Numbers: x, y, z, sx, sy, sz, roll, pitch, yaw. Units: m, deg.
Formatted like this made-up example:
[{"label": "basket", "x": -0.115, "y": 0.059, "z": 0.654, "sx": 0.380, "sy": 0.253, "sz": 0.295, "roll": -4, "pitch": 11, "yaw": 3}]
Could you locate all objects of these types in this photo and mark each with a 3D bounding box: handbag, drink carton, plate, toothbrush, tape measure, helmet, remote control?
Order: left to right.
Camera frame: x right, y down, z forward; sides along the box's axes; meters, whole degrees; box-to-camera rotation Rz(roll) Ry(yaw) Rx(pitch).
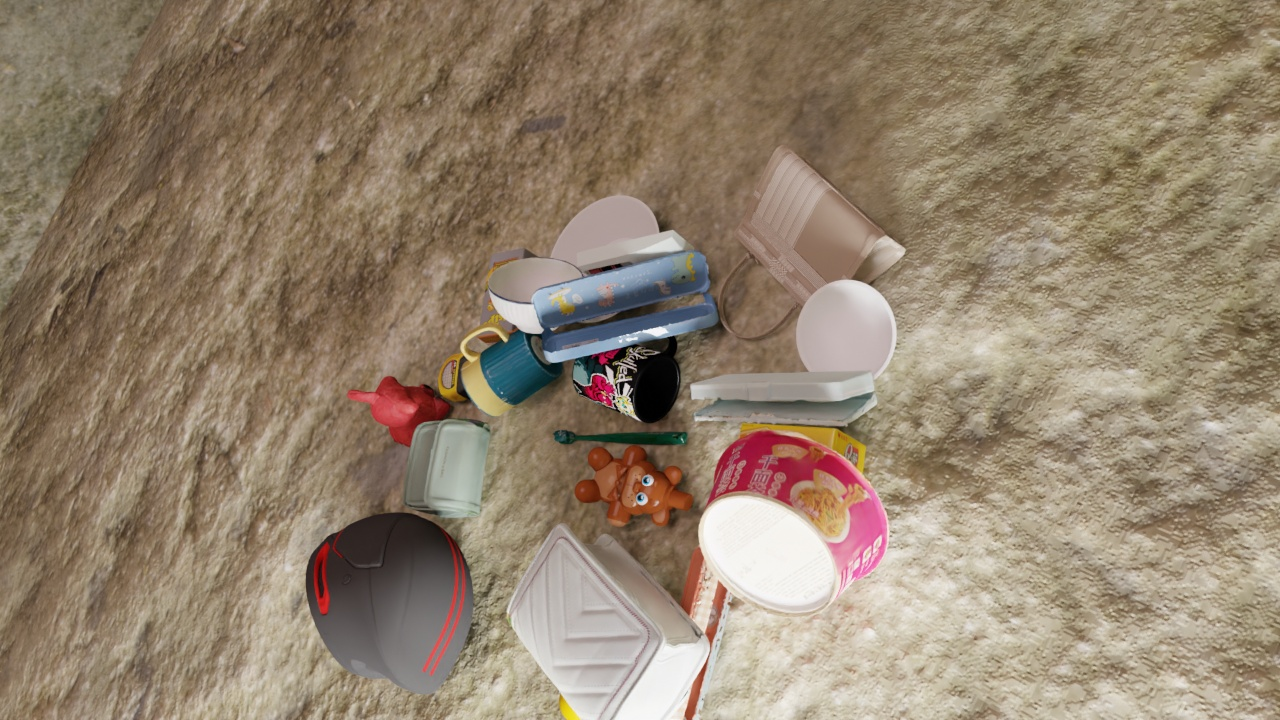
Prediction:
[{"label": "helmet", "x": -0.290, "y": 0.281, "z": 1.110, "sx": 0.170, "sy": 0.164, "sz": 0.264, "roll": -32, "pitch": 45, "yaw": 8}, {"label": "handbag", "x": -0.252, "y": 0.140, "z": 1.202, "sx": 0.106, "sy": 0.067, "sz": 0.121, "roll": -5, "pitch": 69, "yaw": 32}, {"label": "tape measure", "x": -0.247, "y": 0.024, "z": 1.262, "sx": 0.064, "sy": 0.037, "sz": 0.065, "roll": -23, "pitch": 58, "yaw": 26}, {"label": "drink carton", "x": -0.174, "y": -0.083, "z": 1.246, "sx": 0.076, "sy": 0.048, "sz": 0.124, "roll": -6, "pitch": 69, "yaw": 34}, {"label": "handbag", "x": -0.038, "y": 0.275, "z": 0.922, "sx": 0.198, "sy": 0.096, "sz": 0.142, "roll": 39, "pitch": 102, "yaw": 42}, {"label": "plate", "x": -0.039, "y": -0.124, "z": 1.174, "sx": 0.174, "sy": 0.036, "sz": 0.173, "roll": -14, "pitch": 64, "yaw": 31}, {"label": "toothbrush", "x": -0.028, "y": 0.091, "z": 1.093, "sx": 0.190, "sy": 0.017, "sz": 0.016, "roll": -3, "pitch": 70, "yaw": 35}, {"label": "remote control", "x": -0.011, "y": -0.120, "z": 1.094, "sx": 0.144, "sy": 0.049, "sz": 0.024, "roll": -9, "pitch": 66, "yaw": 33}, {"label": "handbag", "x": 0.160, "y": -0.107, "z": 1.021, "sx": 0.198, "sy": 0.062, "sz": 0.175, "roll": -50, "pitch": 53, "yaw": 19}]

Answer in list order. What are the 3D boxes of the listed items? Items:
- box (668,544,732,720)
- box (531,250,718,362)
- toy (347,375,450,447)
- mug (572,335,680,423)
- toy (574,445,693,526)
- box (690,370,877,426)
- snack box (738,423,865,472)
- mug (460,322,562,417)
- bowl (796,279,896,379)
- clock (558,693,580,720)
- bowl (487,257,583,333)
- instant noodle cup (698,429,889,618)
[{"label": "box", "x": 0.060, "y": 0.286, "z": 0.950, "sx": 0.058, "sy": 0.062, "sz": 0.188, "roll": 3, "pitch": 74, "yaw": 63}, {"label": "box", "x": -0.016, "y": -0.059, "z": 1.053, "sx": 0.209, "sy": 0.078, "sz": 0.074, "roll": -14, "pitch": 36, "yaw": -1}, {"label": "toy", "x": -0.338, "y": 0.077, "z": 1.255, "sx": 0.088, "sy": 0.132, "sz": 0.094, "roll": 38, "pitch": 105, "yaw": 49}, {"label": "mug", "x": -0.006, "y": 0.006, "z": 1.077, "sx": 0.098, "sy": 0.082, "sz": 0.117, "roll": 19, "pitch": 65, "yaw": 39}, {"label": "toy", "x": -0.005, "y": 0.143, "z": 1.028, "sx": 0.128, "sy": 0.065, "sz": 0.095, "roll": 11, "pitch": 81, "yaw": 33}, {"label": "box", "x": 0.143, "y": 0.034, "z": 0.943, "sx": 0.199, "sy": 0.066, "sz": 0.082, "roll": -3, "pitch": 32, "yaw": 46}, {"label": "snack box", "x": 0.158, "y": 0.102, "z": 0.914, "sx": 0.106, "sy": 0.083, "sz": 0.061, "roll": 1, "pitch": 75, "yaw": 35}, {"label": "mug", "x": -0.173, "y": 0.001, "z": 1.173, "sx": 0.107, "sy": 0.113, "sz": 0.083, "roll": -30, "pitch": 23, "yaw": 21}, {"label": "bowl", "x": 0.219, "y": -0.027, "z": 0.942, "sx": 0.110, "sy": 0.040, "sz": 0.110, "roll": 1, "pitch": 92, "yaw": 39}, {"label": "clock", "x": -0.040, "y": 0.327, "z": 0.988, "sx": 0.114, "sy": 0.052, "sz": 0.151, "roll": -17, "pitch": 58, "yaw": 30}, {"label": "bowl", "x": -0.128, "y": -0.074, "z": 1.138, "sx": 0.118, "sy": 0.117, "sz": 0.062, "roll": 33, "pitch": 136, "yaw": 39}, {"label": "instant noodle cup", "x": 0.130, "y": 0.161, "z": 0.847, "sx": 0.179, "sy": 0.179, "sz": 0.077, "roll": 1, "pitch": 29, "yaw": 36}]
